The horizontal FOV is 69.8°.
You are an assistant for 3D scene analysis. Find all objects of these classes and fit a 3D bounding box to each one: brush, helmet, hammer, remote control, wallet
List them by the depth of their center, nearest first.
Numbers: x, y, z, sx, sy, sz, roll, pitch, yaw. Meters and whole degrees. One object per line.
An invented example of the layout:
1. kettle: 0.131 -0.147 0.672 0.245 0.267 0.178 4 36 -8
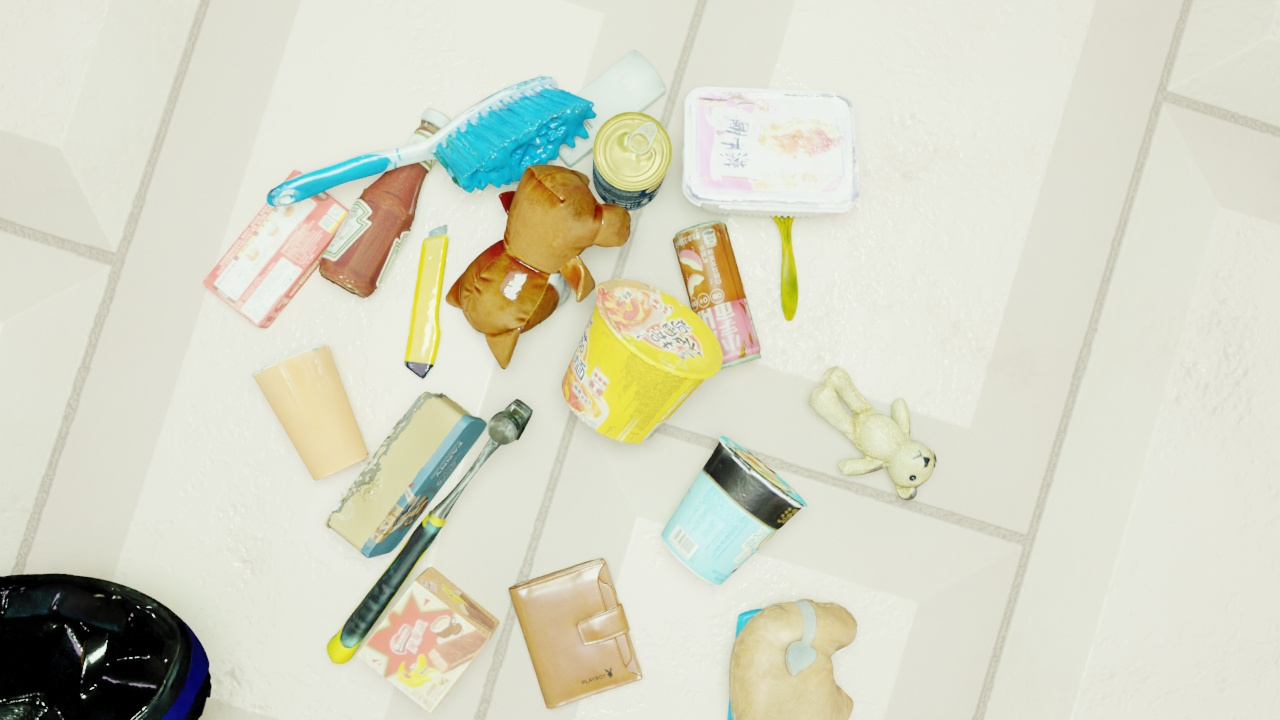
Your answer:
1. helmet: -0.527 0.336 0.824 0.315 0.246 0.241 2 131 5
2. brush: -0.199 -0.198 0.895 0.314 0.061 0.109 -33 64 -18
3. hammer: -0.210 0.169 0.914 0.032 0.126 0.323 37 98 -2
4. wallet: -0.066 0.280 0.943 0.108 0.031 0.132 -17 90 0
5. remote control: -0.039 -0.264 0.962 0.135 0.019 0.056 -39 89 -1

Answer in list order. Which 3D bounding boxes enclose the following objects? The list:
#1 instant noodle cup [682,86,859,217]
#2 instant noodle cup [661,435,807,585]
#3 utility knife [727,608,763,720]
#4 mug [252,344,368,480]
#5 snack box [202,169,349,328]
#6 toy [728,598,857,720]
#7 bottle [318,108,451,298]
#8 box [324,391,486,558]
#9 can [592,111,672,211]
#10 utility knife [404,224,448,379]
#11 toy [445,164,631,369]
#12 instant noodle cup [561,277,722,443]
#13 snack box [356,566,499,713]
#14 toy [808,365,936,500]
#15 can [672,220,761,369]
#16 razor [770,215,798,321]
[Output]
1. instant noodle cup: 0.128 -0.202 0.932 0.173 0.060 0.137 1 70 0
2. instant noodle cup: 0.087 0.156 0.918 0.111 0.111 0.120 38 96 0
3. utility knife: 0.104 0.374 0.950 0.034 0.018 0.236 7 89 -3
4. mug: -0.327 0.054 0.923 0.078 0.078 0.123 -23 94 -2
5. snack box: -0.372 -0.114 0.948 0.075 0.025 0.153 38 88 1
6. toy: 0.153 0.349 0.916 0.143 0.082 0.226 -3 98 -13
7. bottle: -0.254 -0.163 0.938 0.060 0.060 0.206 28 82 0
8. box: -0.228 0.107 0.914 0.061 0.090 0.184 38 89 6
9. can: -0.011 -0.195 0.916 0.075 0.111 0.075 0 89 -3
10. utility knife: -0.220 -0.062 0.955 0.033 0.015 0.164 8 87 -6
11. toy: -0.106 -0.097 0.908 0.200 0.130 0.140 -51 52 11
12. instant noodle cup: -0.005 0.005 0.893 0.138 0.137 0.110 34 120 0
13. snack box: -0.210 0.276 0.915 0.094 0.077 0.092 39 88 0
14. toy: 0.238 0.071 0.936 0.157 0.066 0.105 43 71 -7
15. can: 0.078 -0.066 0.940 0.058 0.058 0.147 -16 89 -2
16. razor: 0.152 -0.108 0.961 0.043 0.028 0.132 -3 90 -5
